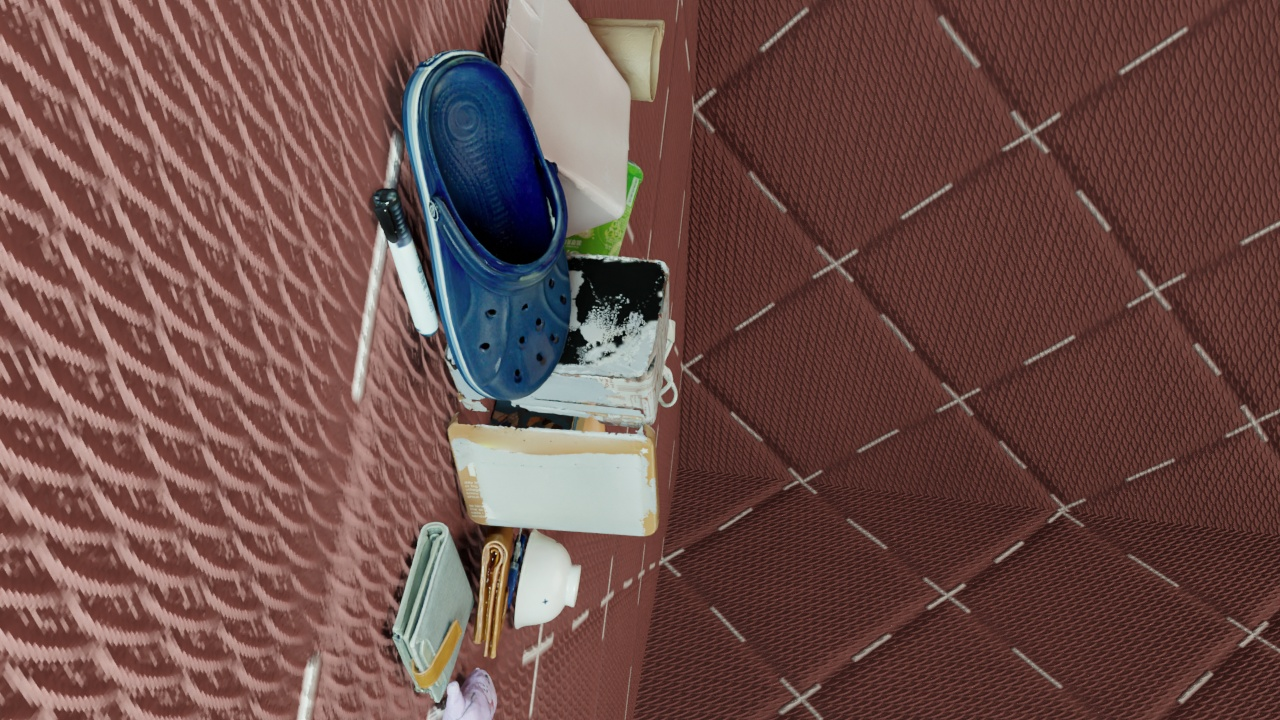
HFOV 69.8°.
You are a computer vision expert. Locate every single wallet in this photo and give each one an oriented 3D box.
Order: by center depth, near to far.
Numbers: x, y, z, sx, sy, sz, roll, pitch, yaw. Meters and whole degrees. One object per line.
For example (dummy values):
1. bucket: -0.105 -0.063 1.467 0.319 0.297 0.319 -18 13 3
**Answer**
1. wallet: -0.163 0.209 0.744 0.130 0.037 0.106 89 8 -51
2. wallet: -0.140 0.212 0.875 0.132 0.031 0.108 176 -80 -84

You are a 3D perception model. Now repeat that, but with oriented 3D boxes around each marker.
1. marker: -0.160 -0.063 0.629 0.131 0.018 0.022 87 20 -50

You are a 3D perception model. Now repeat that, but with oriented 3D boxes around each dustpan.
1. dustpan: -0.107 -0.225 0.896 0.273 0.139 0.222 39 48 -50

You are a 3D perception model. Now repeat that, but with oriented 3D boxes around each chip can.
1. chip can: -0.058 -0.124 1.036 0.072 0.072 0.221 6 100 -83

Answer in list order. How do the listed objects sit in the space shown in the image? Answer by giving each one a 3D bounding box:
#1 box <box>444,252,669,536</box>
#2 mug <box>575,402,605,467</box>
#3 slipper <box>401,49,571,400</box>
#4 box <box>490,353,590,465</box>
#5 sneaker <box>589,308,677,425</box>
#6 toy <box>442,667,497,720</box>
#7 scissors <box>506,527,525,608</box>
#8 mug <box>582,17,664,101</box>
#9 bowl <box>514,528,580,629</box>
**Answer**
1. box: -0.064 0.021 0.820 0.156 0.180 0.227 -79 169 -49
2. mug: -0.079 0.112 1.226 0.078 0.078 0.123 -20 111 -82
3. slipper: -0.092 -0.088 0.645 0.095 0.104 0.253 23 -50 51
4. box: -0.101 0.059 0.930 0.059 0.090 0.183 85 10 -56
5. sneaker: -0.006 0.006 0.976 0.242 0.091 0.089 93 -4 -69
6. toy: -0.160 0.327 0.858 0.108 0.039 0.084 5 82 -82
7. scissors: -0.131 0.202 0.981 0.140 0.012 0.171 -85 -172 -61
8. mug: -0.031 -0.367 1.090 0.084 0.103 0.124 86 12 -54
9. bowl: -0.107 0.265 1.094 0.118 0.065 0.118 21 78 -89
